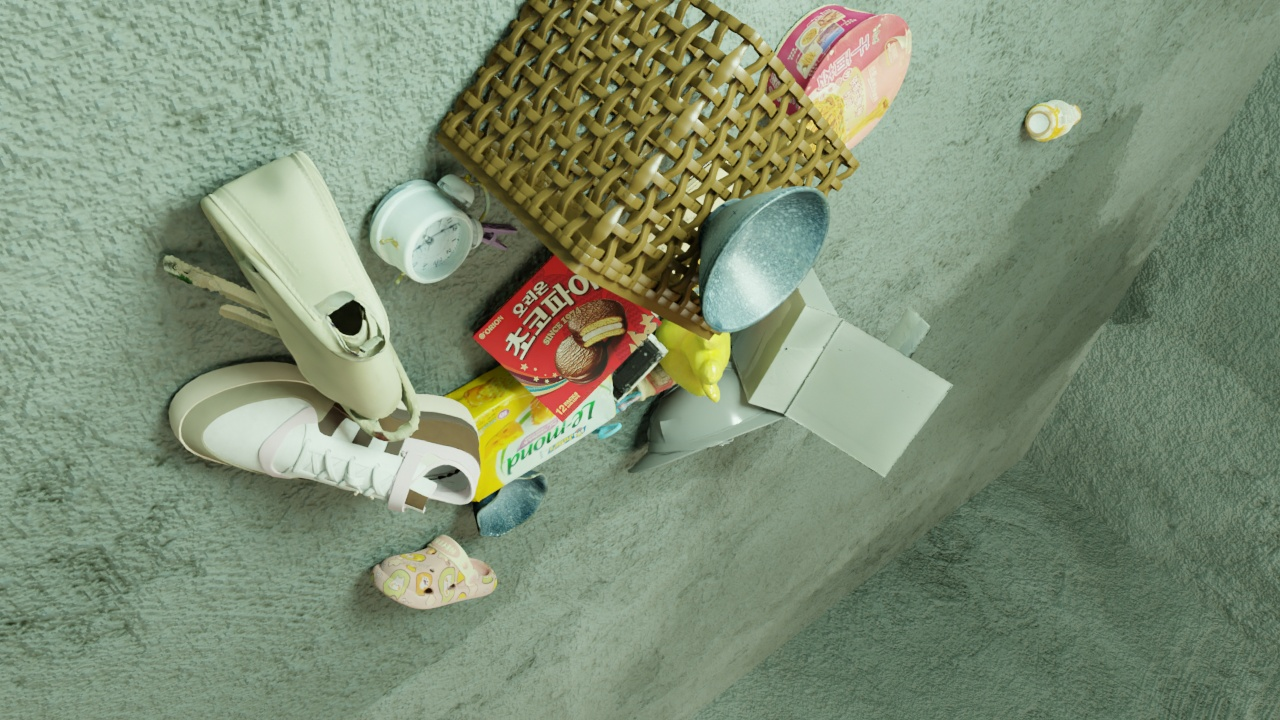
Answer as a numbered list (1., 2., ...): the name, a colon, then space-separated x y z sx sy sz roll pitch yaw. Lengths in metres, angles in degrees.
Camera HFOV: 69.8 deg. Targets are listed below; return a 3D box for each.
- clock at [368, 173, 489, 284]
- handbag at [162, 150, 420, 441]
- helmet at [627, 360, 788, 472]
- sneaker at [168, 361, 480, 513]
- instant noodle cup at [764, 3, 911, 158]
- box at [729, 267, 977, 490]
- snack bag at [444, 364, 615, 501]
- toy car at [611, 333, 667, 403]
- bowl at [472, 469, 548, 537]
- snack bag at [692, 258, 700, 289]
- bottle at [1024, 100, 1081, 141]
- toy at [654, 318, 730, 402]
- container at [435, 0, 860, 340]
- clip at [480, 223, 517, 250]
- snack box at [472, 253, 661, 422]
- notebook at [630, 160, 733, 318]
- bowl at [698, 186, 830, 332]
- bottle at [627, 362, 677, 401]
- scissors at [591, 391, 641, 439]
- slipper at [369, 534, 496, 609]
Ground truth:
1. clock: -0.184 -0.122 0.825 0.117 0.057 0.083 -39 150 -23
2. handbag: -0.267 -0.029 0.732 0.131 0.184 0.229 -33 164 -15
3. helmet: 0.091 0.067 1.337 0.271 0.117 0.183 -21 178 3
4. sneaker: -0.280 0.091 0.858 0.293 0.116 0.112 15 117 -38
5. instant noodle cup: 0.216 -0.323 1.043 0.178 0.077 0.179 -30 148 -22
6. box: 0.264 0.008 1.243 0.164 0.330 0.167 -28 149 -55
7. snack bag: -0.137 0.058 1.090 0.246 0.068 0.160 -30 148 -23
8. toy car: -0.007 0.007 1.192 0.113 0.039 0.038 -46 177 34
9. bowl: -0.178 0.174 1.194 0.110 0.055 0.111 -30 146 -23
10. snack bag: 0.086 -0.127 1.131 0.099 0.020 0.026 -56 151 14
11. bottle: 0.695 -0.405 1.537 0.108 0.063 0.063 -20 142 -35
12. toy: 0.073 -0.017 1.171 0.092 0.208 0.134 -1 96 -12
13. container: 0.011 -0.187 0.816 0.214 0.219 0.251 -51 149 11
14. clip: -0.146 -0.126 0.909 0.051 0.013 0.032 10 119 -51
15. snack box: -0.079 -0.035 0.991 0.152 0.132 0.036 -45 -167 0
16. notebook: 0.036 -0.127 1.118 0.225 0.024 0.167 -40 148 -8
17. bowl: 0.084 -0.094 0.742 0.136 0.057 0.137 -31 147 -23
18. bottle: 0.030 0.022 1.273 0.108 0.044 0.044 -24 144 -31
19. scissors: -0.050 0.086 1.197 0.135 0.015 0.129 -39 -167 0
20. slipper: -0.259 0.264 1.190 0.197 0.093 0.081 15 96 -58
